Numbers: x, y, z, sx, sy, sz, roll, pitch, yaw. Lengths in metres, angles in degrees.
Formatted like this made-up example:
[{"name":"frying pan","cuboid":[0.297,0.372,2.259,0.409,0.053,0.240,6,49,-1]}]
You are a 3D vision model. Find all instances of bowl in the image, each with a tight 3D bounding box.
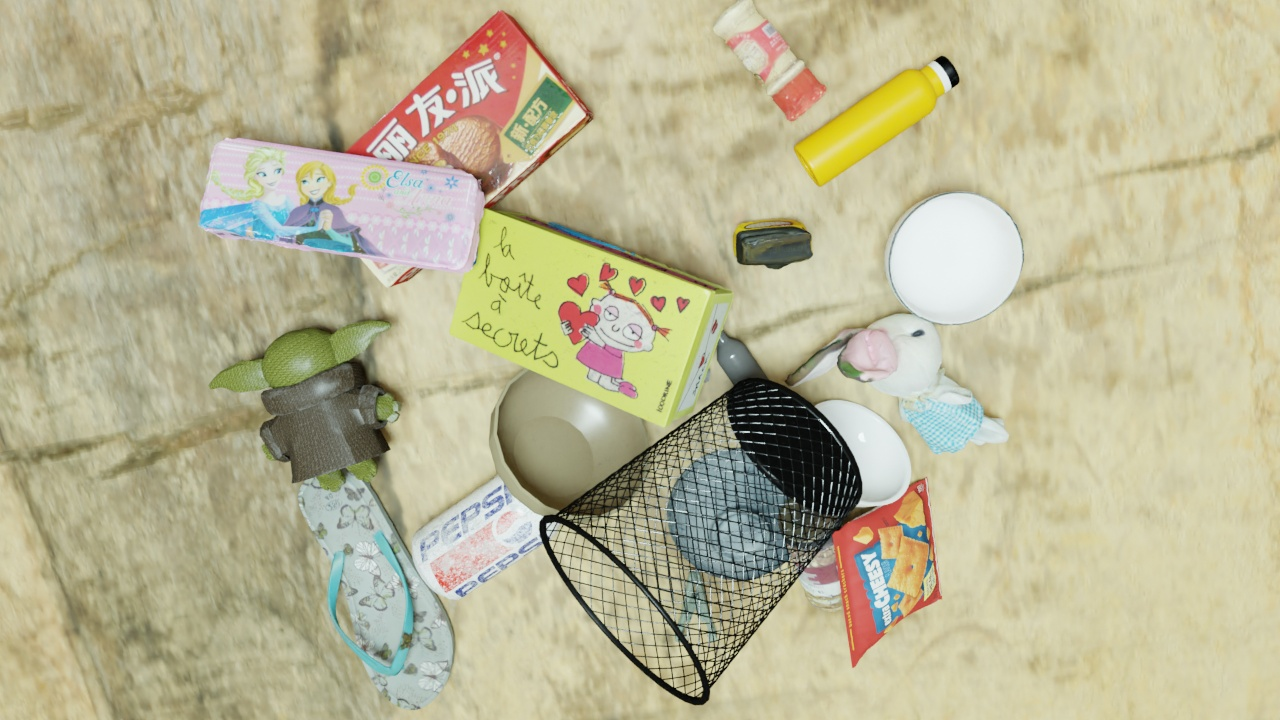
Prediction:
[{"name":"bowl","cuboid":[0.267,-0.091,0.803,0.113,0.063,0.113,0,103,2]},{"name":"bowl","cuboid":[0.093,0.156,0.868,0.137,0.057,0.137,1,102,3]},{"name":"bowl","cuboid":[0.188,0.093,0.841,0.110,0.109,0.041,25,138,-3]},{"name":"bowl","cuboid":[-0.070,0.079,0.831,0.152,0.151,0.051,40,140,-6]}]

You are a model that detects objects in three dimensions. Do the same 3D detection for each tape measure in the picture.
[{"name":"tape measure","cuboid":[0.114,-0.101,0.808,0.065,0.064,0.037,-7,109,-5]}]

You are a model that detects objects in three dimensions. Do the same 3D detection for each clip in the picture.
[{"name":"clip","cuboid":[0.054,0.243,0.907,0.059,0.023,0.076,-1,104,1]}]

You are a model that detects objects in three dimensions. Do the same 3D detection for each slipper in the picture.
[{"name":"slipper","cuboid":[-0.257,0.230,0.903,0.098,0.054,0.269,-18,99,4]}]

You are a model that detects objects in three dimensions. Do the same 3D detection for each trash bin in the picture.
[{"name":"trash bin","cuboid":[0.057,0.132,0.743,0.209,0.184,0.184,-39,100,-24]}]

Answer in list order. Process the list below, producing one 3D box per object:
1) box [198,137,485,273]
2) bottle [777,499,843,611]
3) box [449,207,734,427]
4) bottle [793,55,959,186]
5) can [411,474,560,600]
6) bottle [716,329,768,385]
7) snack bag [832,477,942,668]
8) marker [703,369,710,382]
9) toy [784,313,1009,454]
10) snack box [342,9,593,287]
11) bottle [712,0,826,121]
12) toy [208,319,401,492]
[{"name":"box","cuboid":[-0.246,-0.128,0.771,0.230,0.053,0.084,9,84,4]},{"name":"bottle","cuboid":[0.168,0.180,0.853,0.056,0.056,0.105,-20,122,6]},{"name":"box","cuboid":[-0.046,-0.041,0.786,0.221,0.080,0.124,24,103,17]},{"name":"bottle","cuboid":[0.204,-0.208,0.790,0.144,0.043,0.043,-34,99,9]},{"name":"can","cuboid":[-0.143,0.161,0.869,0.136,0.078,0.078,-35,99,9]},{"name":"bottle","cuboid":[0.093,0.006,0.849,0.030,0.030,0.113,-34,99,9]},{"name":"snack bag","cuboid":[0.230,0.192,0.851,0.143,0.039,0.131,-19,105,-37]},{"name":"marker","cuboid":[-0.005,0.005,0.860,0.140,0.016,0.016,7,102,1]},{"name":"toy","cuboid":[0.252,0.014,0.816,0.205,0.131,0.105,25,80,-16]},{"name":"snack box","cuboid":[-0.166,-0.181,0.804,0.236,0.060,0.113,-38,96,10]},{"name":"bottle","cuboid":[0.110,-0.258,0.785,0.044,0.044,0.109,-41,97,10]},{"name":"toy","cuboid":[-0.295,0.045,0.850,0.179,0.078,0.153,-18,93,6]}]
